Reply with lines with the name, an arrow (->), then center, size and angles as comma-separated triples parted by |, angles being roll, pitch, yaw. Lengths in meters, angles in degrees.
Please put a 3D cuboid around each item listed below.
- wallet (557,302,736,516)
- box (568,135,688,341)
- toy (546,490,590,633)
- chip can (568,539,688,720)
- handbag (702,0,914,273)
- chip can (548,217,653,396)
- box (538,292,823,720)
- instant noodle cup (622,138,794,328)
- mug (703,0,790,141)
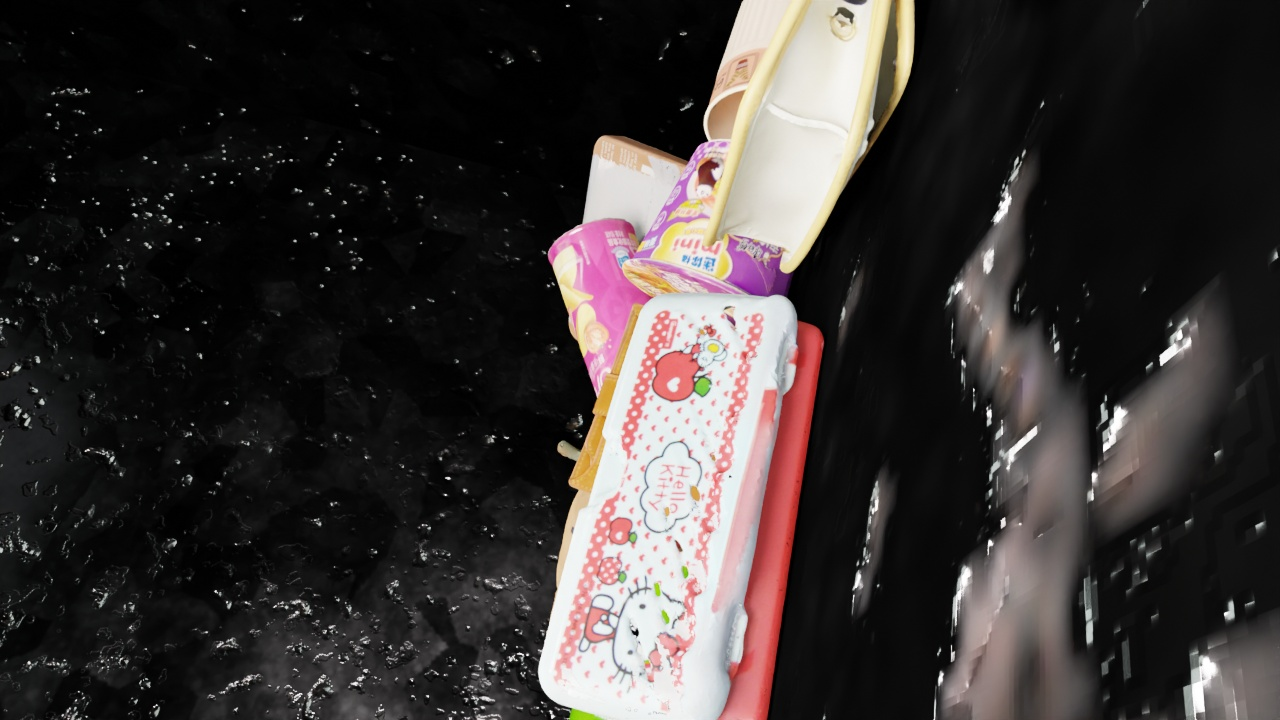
wallet -> 0.016, 0.035, 0.589 | 0.035, 0.119, 0.130 | 33, -105, -65
box -> 0.020, -0.079, 0.747 | 0.150, 0.168, 0.182 | -72, -3, -70
toy -> -0.023, 0.144, 0.818 | 0.225, 0.082, 0.144 | -42, -37, -41
chip can -> -0.011, 0.235, 0.628 | 0.072, 0.072, 0.236 | -71, -5, -88
handbag -> 0.098, -0.146, 0.470 | 0.163, 0.063, 0.178 | 102, -169, -74
chip can -> -0.004, 0.004, 0.660 | 0.071, 0.071, 0.210 | 104, 148, -68
box -> 0.019, 0.063, 0.416 | 0.095, 0.099, 0.201 | 106, 179, -62
instant noodle cup -> 0.057, -0.081, 0.594 | 0.111, 0.111, 0.099 | 104, -171, -83
mug -> 0.102, -0.196, 0.602 | 0.115, 0.081, 0.105 | -25, 43, 54
